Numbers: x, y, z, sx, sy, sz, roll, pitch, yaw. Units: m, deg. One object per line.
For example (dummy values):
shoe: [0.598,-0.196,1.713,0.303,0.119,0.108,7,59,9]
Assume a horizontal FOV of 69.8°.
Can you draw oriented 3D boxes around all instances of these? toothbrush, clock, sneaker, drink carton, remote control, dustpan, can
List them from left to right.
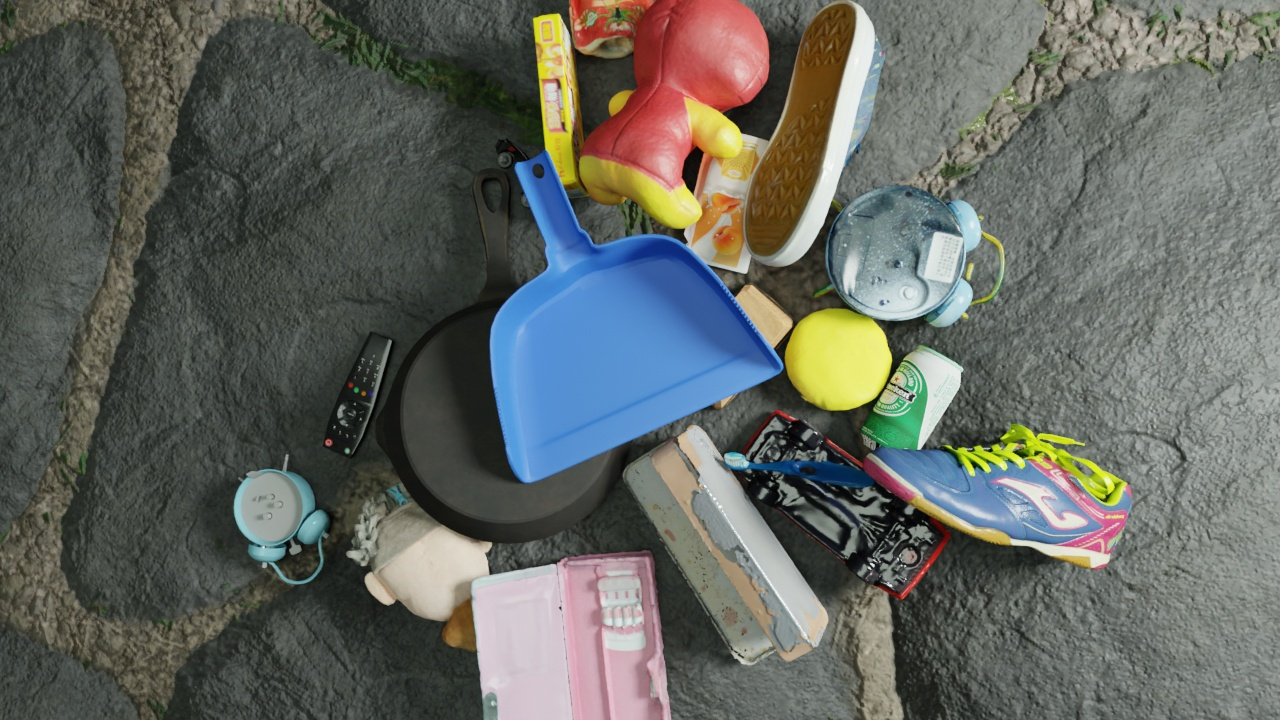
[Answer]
clock: [-0.352,0.161,0.903,0.087,0.042,0.123,-25,84,7]
remote control: [-0.277,0.034,0.908,0.039,0.010,0.125,22,93,8]
dustpan: [-0.043,-0.060,0.790,0.246,0.059,0.257,-24,77,7]
drink carton: [0.080,-0.145,0.848,0.069,0.038,0.122,15,98,7]
toothbrush: [0.136,0.095,0.798,0.132,0.016,0.021,6,57,20]
sneaker: [0.164,-0.190,0.810,0.087,0.079,0.235,20,92,49]
can: [0.238,0.040,0.809,0.053,0.053,0.101,31,94,8]
clock: [0.238,-0.089,0.807,0.162,0.060,0.118,12,92,8]
sneaker: [0.298,0.096,0.760,0.241,0.116,0.091,18,101,-18]

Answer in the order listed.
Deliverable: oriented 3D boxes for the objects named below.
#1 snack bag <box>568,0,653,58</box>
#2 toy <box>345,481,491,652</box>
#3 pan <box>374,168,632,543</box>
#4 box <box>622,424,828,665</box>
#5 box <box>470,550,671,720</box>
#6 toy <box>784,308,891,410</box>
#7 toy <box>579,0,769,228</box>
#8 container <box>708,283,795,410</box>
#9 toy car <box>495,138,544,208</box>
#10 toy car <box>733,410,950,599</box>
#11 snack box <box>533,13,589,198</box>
snack bag: [-0.033,-0.365,0.865,0.087,0.044,0.155,-8,82,-3]
toy: [-0.189,0.191,0.863,0.132,0.076,0.176,-31,83,-8]
pan: [-0.125,-0.013,0.845,0.248,0.043,0.355,-5,80,-7]
box: [0.076,0.165,0.814,0.094,0.107,0.216,-33,85,-5]
box: [-0.060,0.300,0.851,0.179,0.059,0.233,-5,89,-8]
toy: [0.177,-0.001,0.824,0.095,0.041,0.094,45,91,11]
toy: [0.032,-0.231,0.810,0.147,0.098,0.216,24,85,24]
container: [0.083,-0.013,0.828,0.063,0.061,0.114,42,95,7]
toy car: [-0.103,-0.173,0.867,0.036,0.042,0.091,-32,85,9]
toy car: [0.175,0.125,0.817,0.189,0.056,0.081,37,94,17]
snack box: [-0.072,-0.231,0.847,0.025,0.075,0.152,-6,89,7]
